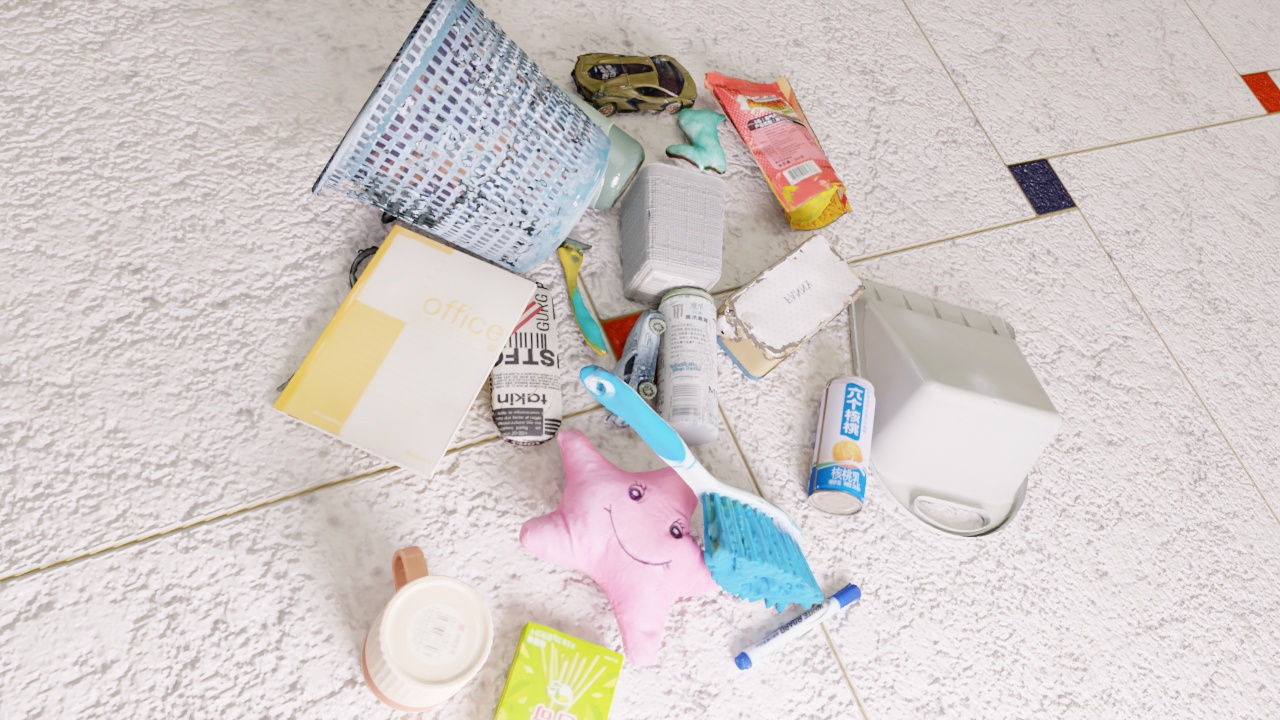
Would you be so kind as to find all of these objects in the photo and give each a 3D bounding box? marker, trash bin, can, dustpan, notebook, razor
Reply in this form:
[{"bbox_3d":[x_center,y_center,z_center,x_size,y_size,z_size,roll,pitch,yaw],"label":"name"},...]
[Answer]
[{"bbox_3d":[0.143,0.238,0.825,0.145,0.017,0.017,-21,74,-29],"label":"marker"},{"bbox_3d":[-0.143,-0.187,0.807,0.195,0.227,0.226,33,56,-21],"label":"trash bin"},{"bbox_3d":[0.045,0.006,0.878,0.058,0.058,0.146,11,61,-17],"label":"can"},{"bbox_3d":[0.325,0.054,0.998,0.222,0.143,0.257,14,31,-15],"label":"dustpan"},{"bbox_3d":[-0.197,-0.014,0.791,0.146,0.010,0.205,23,62,3],"label":"notebook"},{"bbox_3d":[0.200,0.082,0.905,0.053,0.053,0.134,22,58,-11],"label":"can"},{"bbox_3d":[-0.055,-0.060,0.889,0.043,0.028,0.132,15,51,-51],"label":"razor"}]

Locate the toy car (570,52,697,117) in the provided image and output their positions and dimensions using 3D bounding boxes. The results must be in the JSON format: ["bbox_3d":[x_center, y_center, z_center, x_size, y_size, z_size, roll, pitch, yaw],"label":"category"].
[{"bbox_3d":[-0.003,-0.315,1.034,0.157,0.042,0.070,-10,69,-29],"label":"toy car"}]

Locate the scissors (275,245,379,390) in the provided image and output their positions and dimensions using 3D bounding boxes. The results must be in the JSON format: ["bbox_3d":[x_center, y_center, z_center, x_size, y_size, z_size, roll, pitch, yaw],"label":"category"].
[{"bbox_3d":[-0.239,-0.027,0.807,0.177,0.014,0.159,-12,70,-26],"label":"scissors"}]

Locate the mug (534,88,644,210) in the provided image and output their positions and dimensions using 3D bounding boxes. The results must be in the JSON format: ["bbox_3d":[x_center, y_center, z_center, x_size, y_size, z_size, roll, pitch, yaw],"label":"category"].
[{"bbox_3d":[-0.065,-0.199,0.932,0.106,0.082,0.111,36,87,-3],"label":"mug"}]

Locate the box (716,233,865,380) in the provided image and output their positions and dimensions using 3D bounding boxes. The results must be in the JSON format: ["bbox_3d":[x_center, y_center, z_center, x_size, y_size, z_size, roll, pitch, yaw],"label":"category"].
[{"bbox_3d":[0.157,-0.061,0.960,0.183,0.061,0.090,-33,81,-34],"label":"box"}]

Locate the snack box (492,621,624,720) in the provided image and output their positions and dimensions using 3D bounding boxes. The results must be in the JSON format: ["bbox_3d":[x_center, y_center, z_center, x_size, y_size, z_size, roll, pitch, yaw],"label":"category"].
[{"bbox_3d":[-0.073,0.290,0.705,0.085,0.026,0.156,23,59,-9],"label":"snack box"}]

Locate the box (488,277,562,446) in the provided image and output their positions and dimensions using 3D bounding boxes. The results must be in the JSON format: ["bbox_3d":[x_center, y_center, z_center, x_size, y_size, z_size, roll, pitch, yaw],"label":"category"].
[{"bbox_3d":[-0.105,-0.004,0.826,0.070,0.056,0.164,-9,67,-2],"label":"box"}]

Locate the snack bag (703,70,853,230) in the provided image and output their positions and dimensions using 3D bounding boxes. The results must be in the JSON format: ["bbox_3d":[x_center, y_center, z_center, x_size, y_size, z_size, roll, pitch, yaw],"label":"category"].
[{"bbox_3d":[0.162,-0.252,1.058,0.128,0.073,0.207,-9,63,-34],"label":"snack bag"}]

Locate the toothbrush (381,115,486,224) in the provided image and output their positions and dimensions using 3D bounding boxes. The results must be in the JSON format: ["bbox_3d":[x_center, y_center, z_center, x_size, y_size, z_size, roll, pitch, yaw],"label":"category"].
[{"bbox_3d":[-0.200,-0.197,0.908,0.014,0.017,0.188,37,55,-9],"label":"toothbrush"}]

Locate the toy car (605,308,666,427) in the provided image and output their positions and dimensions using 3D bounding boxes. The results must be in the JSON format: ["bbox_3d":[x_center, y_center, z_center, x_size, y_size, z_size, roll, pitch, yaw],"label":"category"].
[{"bbox_3d":[-0.005,0.005,0.861,0.036,0.054,0.120,21,58,-13],"label":"toy car"}]

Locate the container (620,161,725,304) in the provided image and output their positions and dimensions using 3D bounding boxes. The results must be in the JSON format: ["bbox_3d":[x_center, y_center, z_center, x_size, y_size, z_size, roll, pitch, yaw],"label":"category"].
[{"bbox_3d":[0.032,-0.121,0.921,0.090,0.090,0.114,9,65,-17],"label":"container"}]

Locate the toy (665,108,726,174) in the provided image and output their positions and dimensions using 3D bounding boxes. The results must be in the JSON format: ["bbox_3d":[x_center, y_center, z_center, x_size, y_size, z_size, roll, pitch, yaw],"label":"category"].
[{"bbox_3d":[0.066,-0.248,1.033,0.096,0.030,0.091,-3,64,-28],"label":"toy"}]

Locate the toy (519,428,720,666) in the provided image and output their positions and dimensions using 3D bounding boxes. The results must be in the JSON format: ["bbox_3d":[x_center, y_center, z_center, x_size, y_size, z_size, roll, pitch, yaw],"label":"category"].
[{"bbox_3d":[-0.008,0.137,0.779,0.194,0.075,0.178,48,52,0],"label":"toy"}]

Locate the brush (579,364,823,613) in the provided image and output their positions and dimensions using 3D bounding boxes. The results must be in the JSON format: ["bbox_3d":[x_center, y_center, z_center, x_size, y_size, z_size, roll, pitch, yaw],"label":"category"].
[{"bbox_3d":[0.054,0.115,0.753,0.314,0.061,0.109,36,39,-42],"label":"brush"}]

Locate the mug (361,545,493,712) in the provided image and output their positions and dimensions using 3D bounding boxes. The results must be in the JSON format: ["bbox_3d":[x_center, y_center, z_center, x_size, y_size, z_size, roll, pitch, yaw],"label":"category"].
[{"bbox_3d":[-0.160,0.192,0.671,0.081,0.106,0.114,-7,68,-25],"label":"mug"}]
